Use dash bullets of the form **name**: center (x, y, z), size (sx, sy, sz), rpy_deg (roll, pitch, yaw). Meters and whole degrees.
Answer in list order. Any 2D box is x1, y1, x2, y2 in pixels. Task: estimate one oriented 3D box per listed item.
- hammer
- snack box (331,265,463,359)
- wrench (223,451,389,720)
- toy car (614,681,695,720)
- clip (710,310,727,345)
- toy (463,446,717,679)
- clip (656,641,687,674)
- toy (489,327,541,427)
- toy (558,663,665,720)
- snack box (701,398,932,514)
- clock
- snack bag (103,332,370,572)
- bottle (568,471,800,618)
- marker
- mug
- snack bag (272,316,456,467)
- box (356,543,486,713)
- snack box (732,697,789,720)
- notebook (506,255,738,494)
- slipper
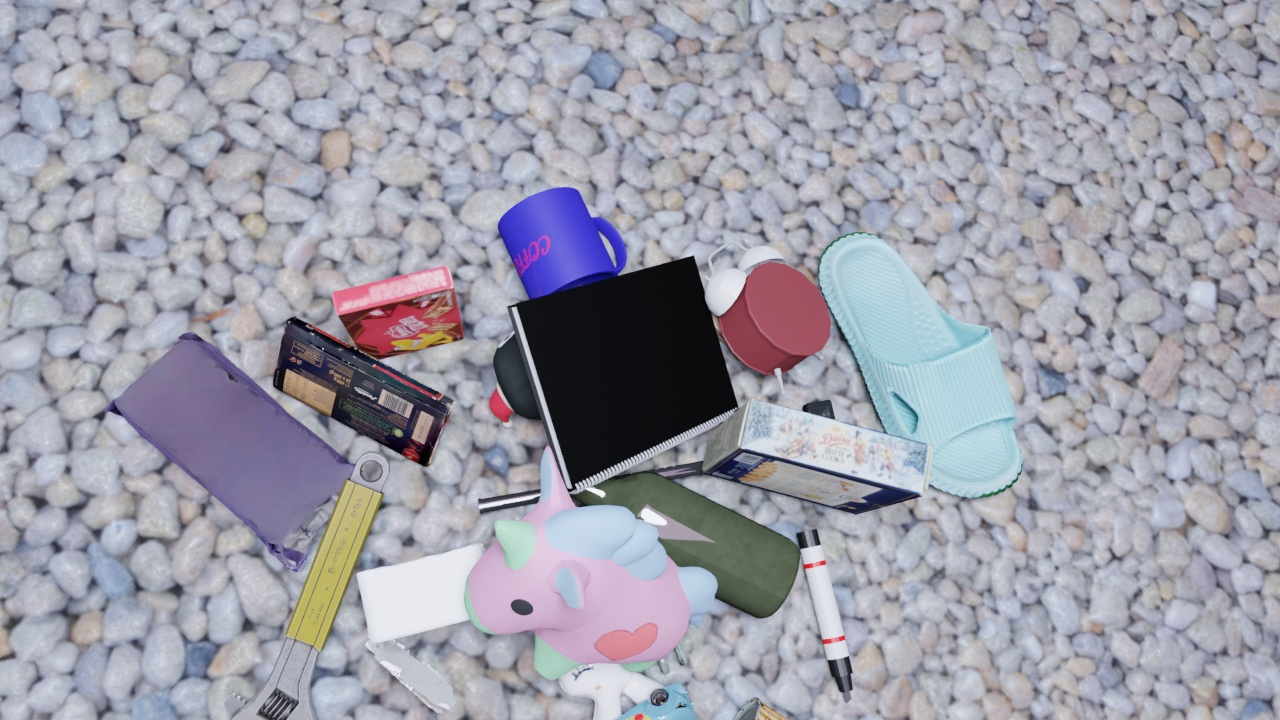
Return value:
- **hammer**: center (0.023, 0.106, 0.803), size (0.324, 0.015, 0.095), rpy_deg (-9, 78, -8)
- **snack box**: center (-0.193, -0.035, 0.749), size (0.089, 0.133, 0.021), rpy_deg (-14, 77, -11)
- **wrench**: center (-0.251, 0.202, 0.717), size (0.083, 0.018, 0.273), rpy_deg (22, 84, -12)
- **toy car**: center (-0.002, 0.303, 0.725), size (0.107, 0.060, 0.027), rpy_deg (-29, 37, -12)
- **clip**: center (0.071, -0.036, 0.837), size (0.025, 0.047, 0.062), rpy_deg (-41, 111, -14)
- **toy**: center (-0.023, 0.160, 0.661), size (0.222, 0.172, 0.120), rpy_deg (9, 44, -29)
- **clip**: center (0.014, 0.223, 0.767), size (0.047, 0.023, 0.076), rpy_deg (-22, 78, -10)
- **toy**: center (-0.077, 0.004, 0.774), size (0.119, 0.098, 0.099), rpy_deg (-24, 84, -10)
- **toy**: center (-0.032, 0.246, 0.746), size (0.075, 0.037, 0.125), rpy_deg (-29, 87, -20)
- **snack box**: center (0.135, 0.081, 0.738), size (0.145, 0.144, 0.042), rpy_deg (14, 74, -4)
- **clock**: center (0.112, -0.046, 0.817), size (0.096, 0.048, 0.137), rpy_deg (-37, 87, -39)
- **snack bag**: center (-0.326, 0.069, 0.745), size (0.205, 0.058, 0.096), rpy_deg (39, 74, 4)
- **bottle**: center (0.026, 0.138, 0.755), size (0.207, 0.071, 0.071), rpy_deg (27, 74, -5)
- **marker**: center (0.161, 0.218, 0.788), size (0.019, 0.019, 0.145), rpy_deg (-10, 77, -10)
- **mug**: center (-0.061, -0.099, 0.817), size (0.111, 0.079, 0.083), rpy_deg (-17, 77, -40)
- **snack bag**: center (-0.233, 0.028, 0.765), size (0.155, 0.075, 0.018), rpy_deg (28, 32, 1)
- **box**: center (-0.156, 0.215, 0.704), size (0.103, 0.110, 0.130), rpy_deg (-13, 77, -11)
- **snack box**: center (0.126, 0.331, 0.728), size (0.121, 0.072, 0.072), rpy_deg (33, 74, 3)
- **notebook**: center (-0.004, 0.004, 0.751), size (0.206, 0.016, 0.149), rpy_deg (-20, 95, -44)
- **slipper**: center (0.255, -0.002, 0.832), size (0.116, 0.069, 0.276), rpy_deg (-26, 80, -10)
